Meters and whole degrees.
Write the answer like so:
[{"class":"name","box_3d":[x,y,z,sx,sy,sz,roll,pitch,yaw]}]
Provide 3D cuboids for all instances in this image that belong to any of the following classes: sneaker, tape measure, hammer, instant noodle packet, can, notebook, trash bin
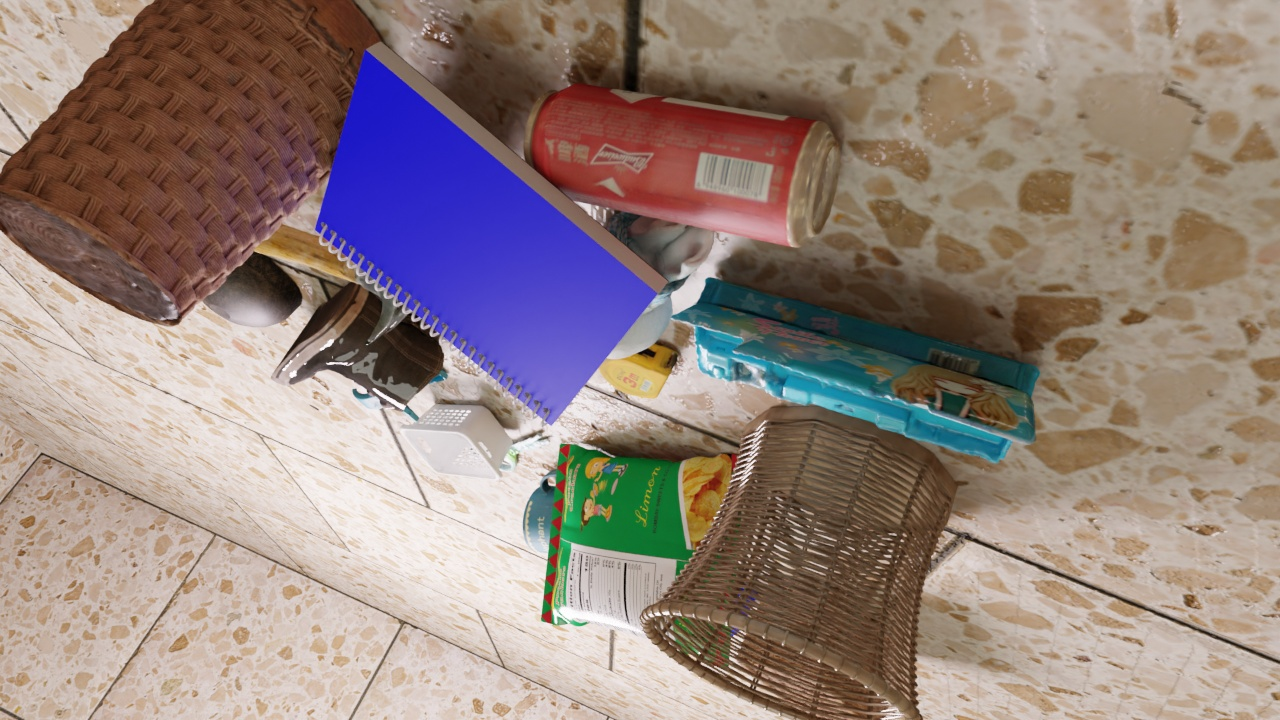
[{"class":"sneaker","box_3d":[-0.299,0.000,0.958,0.120,0.095,0.235,39,143,-23]},{"class":"tape measure","box_3d":[-0.005,0.005,0.771,0.059,0.030,0.068,26,150,1]},{"class":"hammer","box_3d":[-0.331,-0.108,0.828,0.331,0.033,0.132,17,127,27]},{"class":"instant noodle packet","box_3d":[-0.005,0.187,0.930,0.253,0.195,0.090,-1,170,42]},{"class":"can","box_3d":[0.021,-0.111,0.510,0.170,0.067,0.067,15,150,21]},{"class":"notebook","box_3d":[-0.105,-0.064,0.573,0.209,0.022,0.172,40,138,-1]},{"class":"trash bin","box_3d":[-0.268,-0.133,0.567,0.151,0.209,0.151,21,153,11]}]

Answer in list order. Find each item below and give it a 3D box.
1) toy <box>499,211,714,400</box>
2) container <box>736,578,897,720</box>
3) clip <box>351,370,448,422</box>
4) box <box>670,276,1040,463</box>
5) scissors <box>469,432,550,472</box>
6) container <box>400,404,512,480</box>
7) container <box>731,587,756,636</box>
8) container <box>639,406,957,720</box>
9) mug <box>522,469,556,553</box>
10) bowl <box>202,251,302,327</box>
[{"class":"toy","box_3d":[-0.011,-0.055,0.638,0.105,0.131,0.206,7,157,-36]},{"class":"container","box_3d":[0.218,0.354,1.092,0.114,0.112,0.198,1,143,40]},{"class":"clip","box_3d":[-0.278,0.043,1.009,0.127,0.113,0.028,17,151,45]},{"class":"box","box_3d":[0.137,0.001,0.599,0.227,0.074,0.180,17,174,17]},{"class":"scissors","box_3d":[-0.155,0.103,1.089,0.072,0.033,0.176,39,146,-17]},{"class":"container","box_3d":[-0.208,0.091,1.062,0.129,0.049,0.081,-1,132,42]},{"class":"container","box_3d":[0.086,0.314,1.195,0.114,0.058,0.096,24,153,4]},{"class":"container","box_3d":[0.141,0.171,0.754,0.227,0.195,0.227,21,152,11]},{"class":"mug","box_3d":[-0.079,0.182,1.101,0.104,0.084,0.112,2,116,29]},{"class":"bowl","box_3d":[-0.428,-0.073,0.971,0.121,0.056,0.121,21,152,11]}]
